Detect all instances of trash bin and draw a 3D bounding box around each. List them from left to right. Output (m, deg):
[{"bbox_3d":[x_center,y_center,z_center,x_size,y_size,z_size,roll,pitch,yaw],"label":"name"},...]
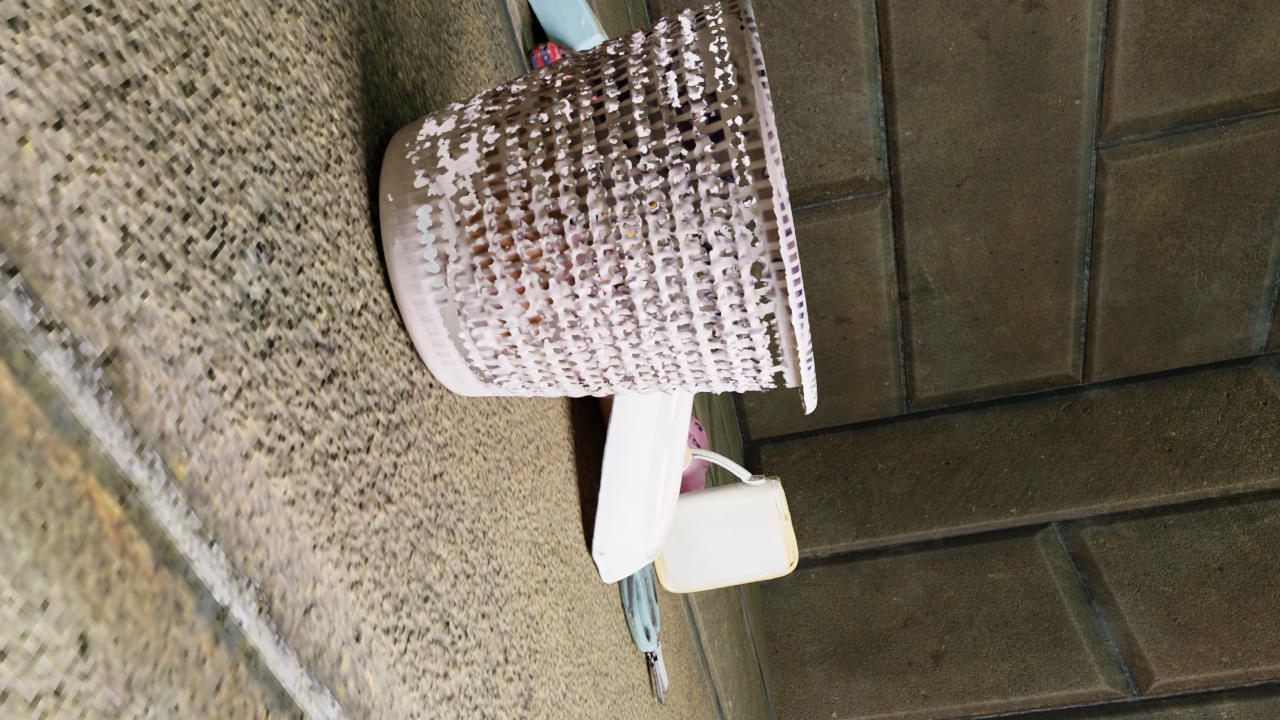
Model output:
[{"bbox_3d":[-0.020,-0.069,0.486,0.227,0.192,0.227,-9,89,-82],"label":"trash bin"}]

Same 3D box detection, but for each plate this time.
[{"bbox_3d":[0.012,0.064,0.796,0.162,0.034,0.266,1,98,-72],"label":"plate"}]

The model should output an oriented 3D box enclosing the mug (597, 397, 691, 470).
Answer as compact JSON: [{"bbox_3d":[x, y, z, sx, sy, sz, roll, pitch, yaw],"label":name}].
[{"bbox_3d":[-0.003,0.053,0.905,0.078,0.078,0.123,-82,156,-66],"label":"mug"}]

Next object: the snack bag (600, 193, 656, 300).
[{"bbox_3d":[-0.008,-0.096,1.144,0.128,0.073,0.208,-83,168,-66],"label":"snack bag"}]

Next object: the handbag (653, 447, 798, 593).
[{"bbox_3d":[0.085,0.169,1.045,0.063,0.163,0.179,-87,164,-65],"label":"handbag"}]

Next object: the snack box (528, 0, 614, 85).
[{"bbox_3d":[-0.062,-0.344,0.990,0.074,0.052,0.174,61,10,3],"label":"snack box"}]

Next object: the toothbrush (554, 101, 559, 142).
[{"bbox_3d":[-0.090,-0.242,0.900,0.014,0.016,0.189,57,19,-47],"label":"toothbrush"}]

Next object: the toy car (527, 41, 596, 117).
[{"bbox_3d":[-0.071,-0.275,0.896,0.053,0.045,0.120,68,17,4],"label":"toy car"}]

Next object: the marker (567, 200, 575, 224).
[{"bbox_3d":[-0.069,-0.144,0.885,0.130,0.018,0.022,-82,151,-66],"label":"marker"}]

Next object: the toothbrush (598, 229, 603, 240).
[{"bbox_3d":[-0.035,-0.074,1.036,0.016,0.017,0.187,52,28,-71],"label":"toothbrush"}]

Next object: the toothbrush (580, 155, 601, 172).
[{"bbox_3d":[-0.055,-0.246,1.121,0.179,0.016,0.016,-80,165,-69],"label":"toothbrush"}]

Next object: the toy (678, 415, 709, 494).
[{"bbox_3d":[0.041,0.106,1.136,0.194,0.075,0.178,-67,137,-72],"label":"toy"}]

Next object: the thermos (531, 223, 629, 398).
[{"bbox_3d":[-0.039,-0.038,0.746,0.199,0.067,0.087,61,46,-62],"label":"thermos"}]

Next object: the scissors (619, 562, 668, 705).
[{"bbox_3d":[0.008,0.248,0.916,0.169,0.019,0.178,-87,163,-61],"label":"scissors"}]
